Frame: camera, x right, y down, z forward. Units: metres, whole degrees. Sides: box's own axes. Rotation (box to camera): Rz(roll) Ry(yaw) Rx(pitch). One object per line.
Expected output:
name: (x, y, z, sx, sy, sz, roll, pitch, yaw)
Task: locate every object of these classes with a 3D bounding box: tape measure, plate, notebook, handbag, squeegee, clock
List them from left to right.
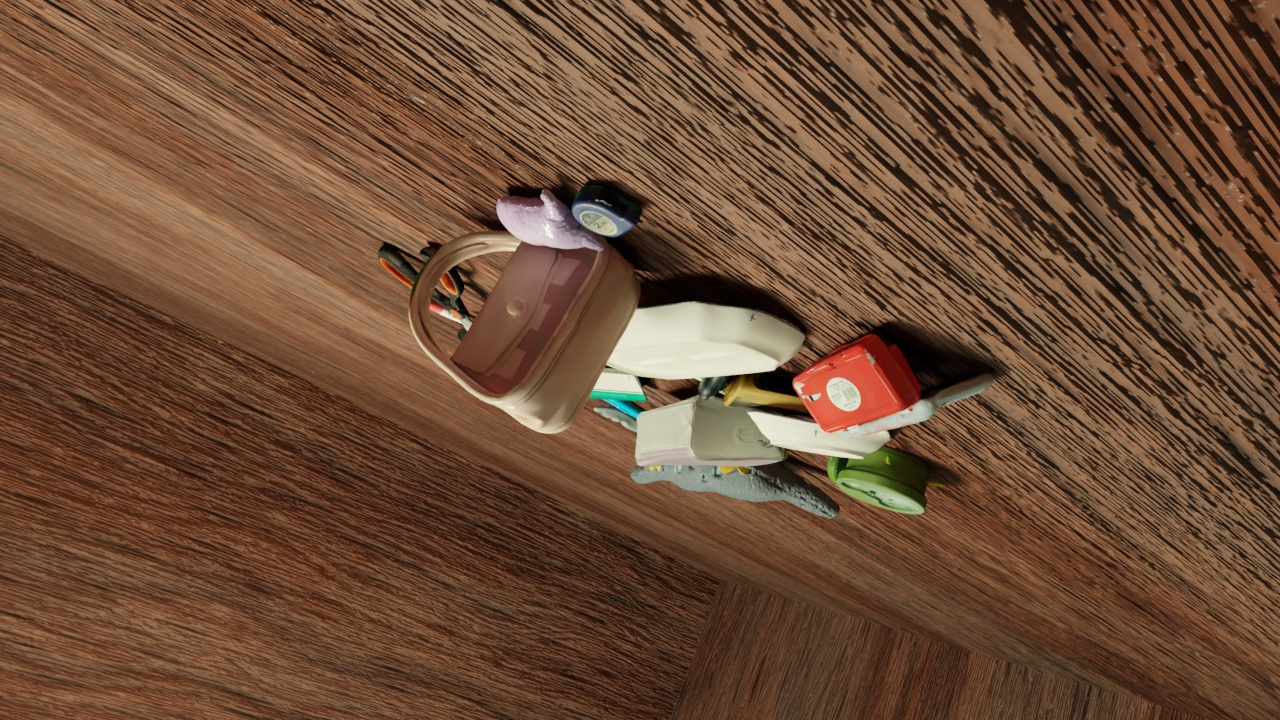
handbag: (-0.134, -0.052, 0.916, 0.234, 0.193, 0.093, 23, 166, 31)
notebook: (-0.101, 0.029, 1.282, 0.209, 0.012, 0.150, 4, 163, 9)
tape measure: (-0.030, -0.129, 0.789, 0.054, 0.025, 0.058, 30, 159, -20)
squeegee: (0.013, 0.127, 1.570, 0.246, 0.039, 0.247, 37, 161, -33)
plate: (0.047, -0.014, 0.966, 0.162, 0.034, 0.266, 22, 162, -40)
handbag: (0.093, 0.100, 1.255, 0.144, 0.098, 0.197, 11, 168, -20)
plate: (0.211, 0.091, 1.089, 0.164, 0.034, 0.163, 8, 173, 18)
clock: (0.314, 0.155, 1.212, 0.116, 0.056, 0.161, 27, 164, -16)

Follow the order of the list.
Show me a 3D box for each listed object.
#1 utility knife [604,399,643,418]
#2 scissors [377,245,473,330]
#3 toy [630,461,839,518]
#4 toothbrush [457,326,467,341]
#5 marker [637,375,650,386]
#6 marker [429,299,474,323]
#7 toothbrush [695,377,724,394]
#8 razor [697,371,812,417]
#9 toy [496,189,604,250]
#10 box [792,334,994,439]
utility knife: (-0.016, 0.079, 1.487, 0.034, 0.018, 0.209, 5, 158, 48)
scissors: (-0.250, -0.083, 1.192, 0.230, 0.021, 0.221, 31, 157, 8)
toy: (0.135, 0.178, 1.442, 0.357, 0.091, 0.138, 8, 140, 25)
toothbrush: (-0.209, -0.010, 1.402, 0.027, 0.026, 0.212, 58, -168, 27)
marker: (-0.007, 0.007, 1.228, 0.022, 0.020, 0.132, 2, 161, 11)
marker: (-0.255, -0.059, 1.354, 0.145, 0.017, 0.017, 24, 165, -4)
toothbrush: (0.021, -0.007, 1.125, 0.224, 0.027, 0.026, 28, -160, -20)
razor: (0.151, 0.033, 1.049, 0.167, 0.062, 0.068, 13, 138, 13)
toy: (-0.094, -0.130, 0.849, 0.108, 0.039, 0.084, 15, 158, 45)
box: (0.242, 0.023, 0.902, 0.112, 0.099, 0.202, 57, 166, 4)
